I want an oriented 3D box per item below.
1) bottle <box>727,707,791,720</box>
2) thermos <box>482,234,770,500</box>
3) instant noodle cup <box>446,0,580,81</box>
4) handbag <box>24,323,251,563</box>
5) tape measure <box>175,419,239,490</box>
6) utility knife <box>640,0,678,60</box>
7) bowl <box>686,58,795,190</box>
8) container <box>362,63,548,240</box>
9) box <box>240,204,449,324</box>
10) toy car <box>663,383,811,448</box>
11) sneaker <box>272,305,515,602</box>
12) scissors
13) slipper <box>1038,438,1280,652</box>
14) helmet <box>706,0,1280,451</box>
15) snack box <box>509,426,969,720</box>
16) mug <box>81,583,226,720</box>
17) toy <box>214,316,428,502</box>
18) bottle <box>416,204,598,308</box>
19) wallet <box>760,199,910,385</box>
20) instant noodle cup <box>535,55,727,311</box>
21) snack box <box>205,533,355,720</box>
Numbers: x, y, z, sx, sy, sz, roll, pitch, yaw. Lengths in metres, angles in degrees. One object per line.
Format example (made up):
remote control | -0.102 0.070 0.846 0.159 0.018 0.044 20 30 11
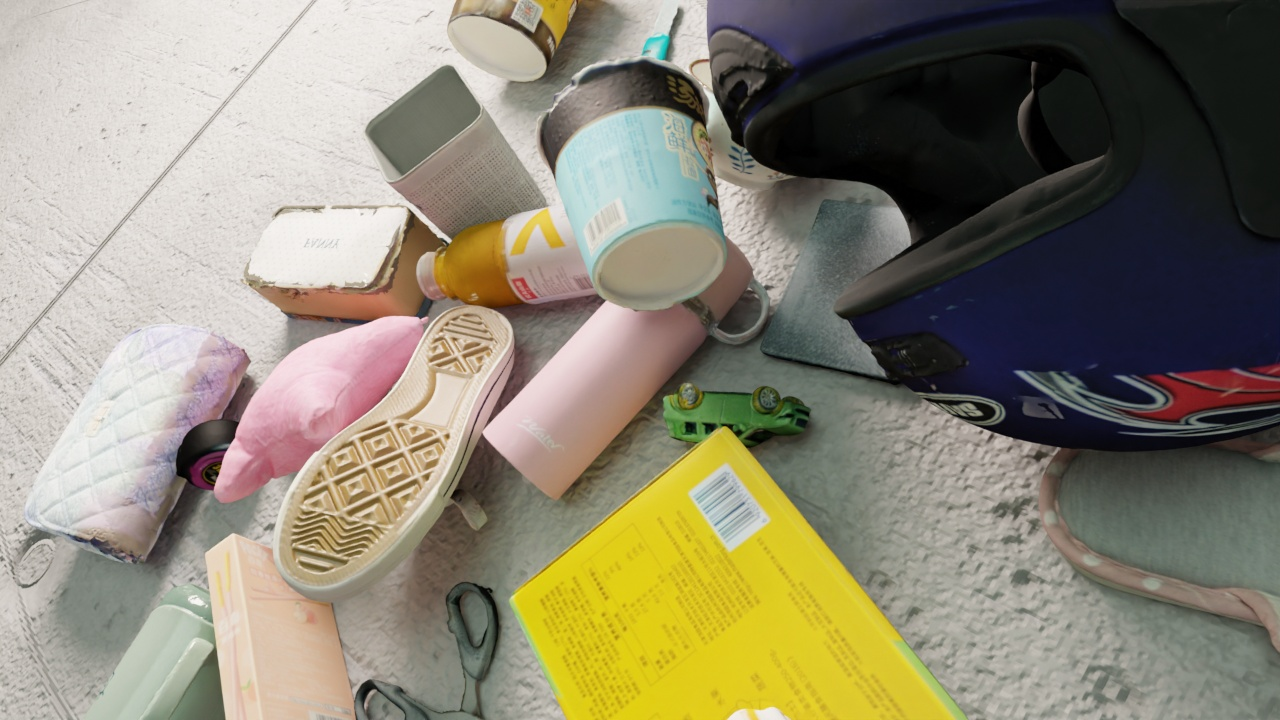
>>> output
bottle | 0.033 0.192 0.361 0.108 0.063 0.063 -46 51 -4
thermos | -0.004 0.003 0.594 0.087 0.067 0.198 44 84 7
instant noodle cup | -0.110 -0.325 0.820 0.119 0.118 0.114 8 72 31
handbag | -0.419 0.065 0.762 0.134 0.075 0.193 3 63 29
tape measure | -0.332 0.073 0.723 0.058 0.057 0.039 -36 50 14
utility knife | 0.002 -0.234 0.765 0.029 0.013 0.196 2 62 28
bowl | 0.077 -0.158 0.634 0.113 0.113 0.062 53 135 39
container | -0.140 -0.150 0.723 0.090 0.114 0.090 -36 51 3
box | -0.244 -0.081 0.770 0.184 0.064 0.089 8 67 30
toy car | 0.057 0.034 0.550 0.091 0.043 0.036 -4 75 35
sneaker | -0.150 0.067 0.613 0.118 0.088 0.240 16 47 11
scissors | -0.101 0.213 0.545 0.181 0.014 0.159 0 63 25
slipper | 0.310 0.082 0.379 0.275 0.054 0.114 15 69 35
helmet | 0.193 -0.079 0.406 0.315 0.247 0.240 -5 87 -3
snack box | 0.047 0.160 0.460 0.158 0.070 0.210 -39 51 2
mug | -0.295 0.206 0.590 0.106 0.082 0.112 -62 11 -20
toy | -0.227 0.024 0.666 0.178 0.074 0.194 -39 19 3
bottle | -0.078 -0.075 0.673 0.190 0.068 0.067 -7 58 24
wallet | 0.138 -0.046 0.575 0.097 0.019 0.120 14 70 36
instant noodle cup | 0.001 -0.098 0.548 0.111 0.111 0.120 -23 57 14
snack box | -0.224 0.188 0.577 0.026 0.084 0.157 -37 51 6
